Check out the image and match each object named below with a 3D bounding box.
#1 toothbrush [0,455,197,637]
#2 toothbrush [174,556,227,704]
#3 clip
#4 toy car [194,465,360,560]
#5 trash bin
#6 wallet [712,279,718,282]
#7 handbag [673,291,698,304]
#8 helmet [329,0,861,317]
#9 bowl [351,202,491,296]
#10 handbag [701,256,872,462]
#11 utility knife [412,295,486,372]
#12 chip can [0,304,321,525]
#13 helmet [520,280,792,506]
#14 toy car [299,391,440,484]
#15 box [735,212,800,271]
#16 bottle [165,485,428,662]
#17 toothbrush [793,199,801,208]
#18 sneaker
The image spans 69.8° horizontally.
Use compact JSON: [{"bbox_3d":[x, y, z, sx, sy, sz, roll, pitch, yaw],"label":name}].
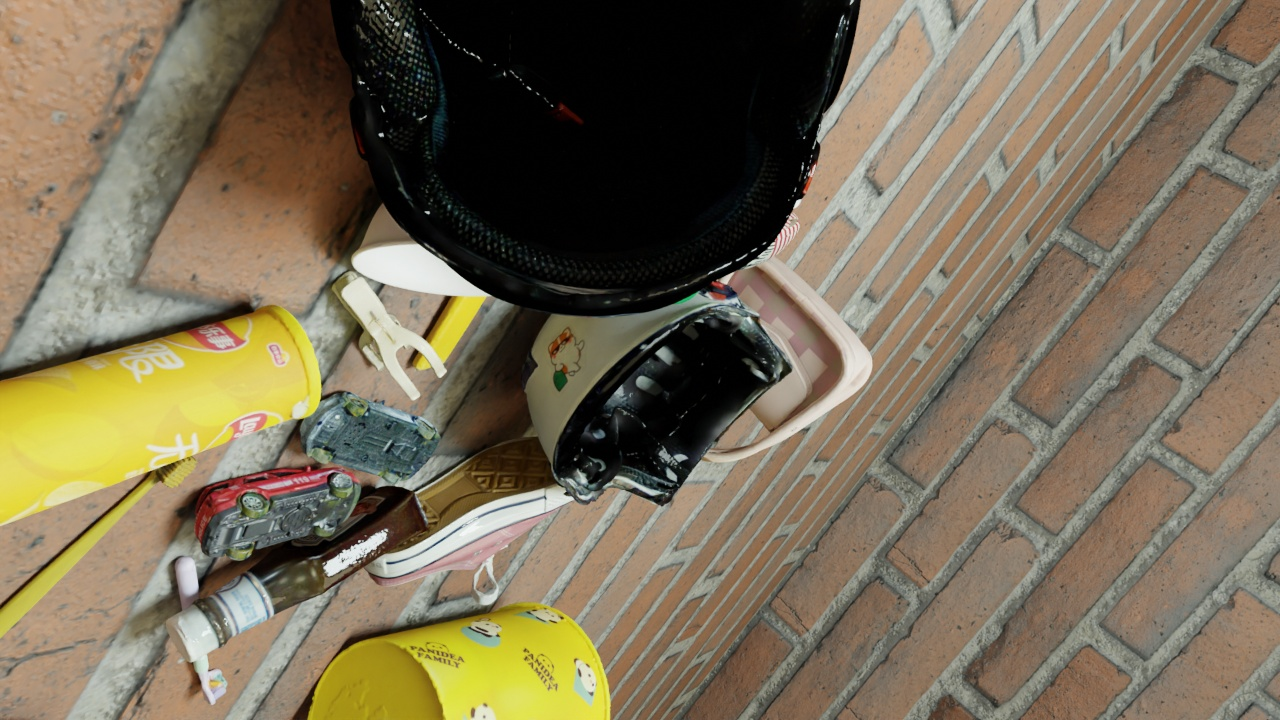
[{"bbox_3d":[-0.351,0.125,0.567,0.190,0.016,0.016,-46,153,-10],"label":"toothbrush"},{"bbox_3d":[-0.340,0.210,0.709,0.021,0.029,0.190,2,133,-14],"label":"toothbrush"},{"bbox_3d":[-0.168,-0.012,0.630,0.035,0.095,0.102,-42,166,-19],"label":"clip"},{"bbox_3d":[-0.260,0.104,0.661,0.120,0.045,0.053,-4,132,-52],"label":"toy car"},{"bbox_3d":[-0.194,0.381,0.982,0.230,0.229,0.255,-54,150,9],"label":"trash bin"},{"bbox_3d":[0.048,-0.081,0.962,0.101,0.020,0.115,-27,145,-40],"label":"wallet"},{"bbox_3d":[0.014,-0.112,0.720,0.119,0.131,0.068,-27,151,-48],"label":"handbag"},{"bbox_3d":[-0.024,-0.136,0.469,0.230,0.233,0.274,101,-7,-73],"label":"helmet"},{"bbox_3d":[-0.121,-0.086,0.586,0.118,0.118,0.064,25,64,-65],"label":"bowl"},{"bbox_3d":[0.122,0.014,1.042,0.234,0.193,0.093,-46,156,15],"label":"handbag"},{"bbox_3d":[-0.130,-0.054,0.695,0.156,0.015,0.033,-55,150,14],"label":"utility knife"},{"bbox_3d":[-0.282,0.030,0.485,0.212,0.072,0.072,-23,145,-44],"label":"chip can"},{"bbox_3d":[-0.005,0.005,0.826,0.230,0.157,0.273,-50,148,15],"label":"helmet"},{"bbox_3d":[-0.206,0.058,0.702,0.054,0.037,0.120,-53,146,5],"label":"toy car"},{"bbox_3d":[0.114,-0.119,0.937,0.163,0.052,0.069,-19,146,-49],"label":"box"},{"bbox_3d":[-0.260,0.159,0.704,0.194,0.080,0.044,-31,107,-40],"label":"bottle"},{"bbox_3d":[0.099,-0.155,0.931,0.220,0.027,0.026,-21,103,-48],"label":"toothbrush"},{"bbox_3d":[-0.144,0.149,0.856,0.240,0.118,0.088,-25,132,-31],"label":"sneaker"}]
